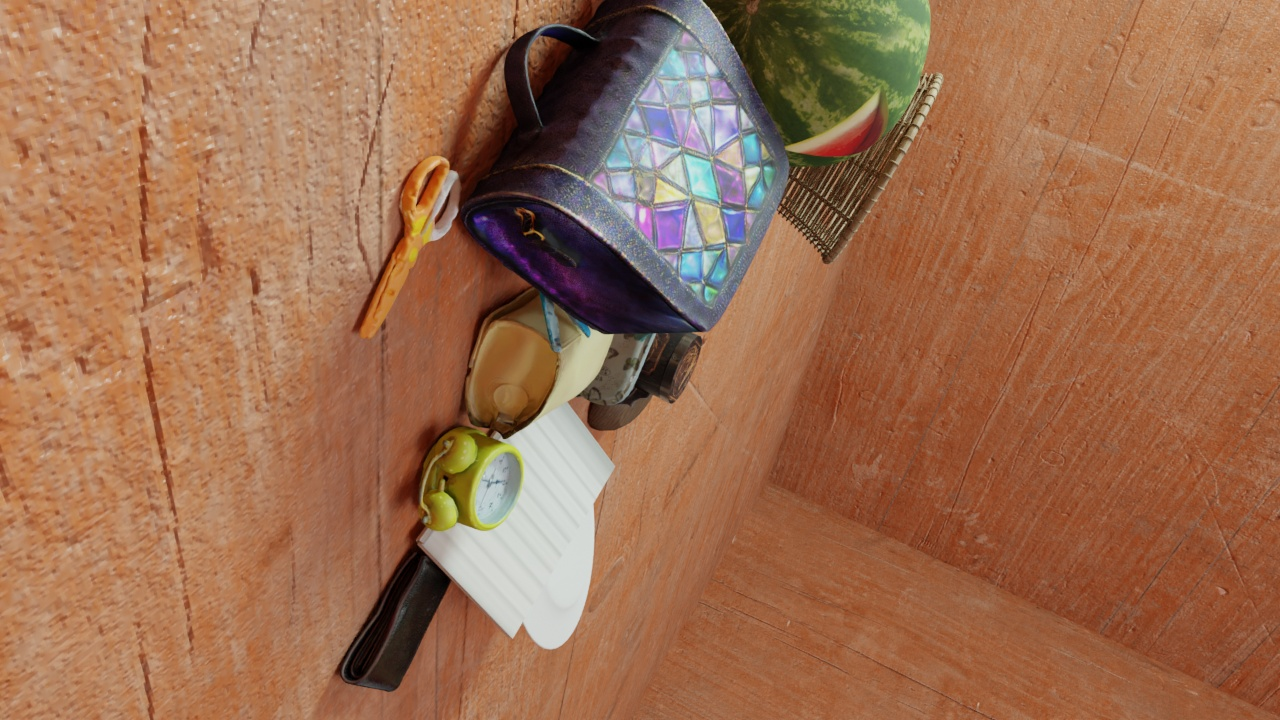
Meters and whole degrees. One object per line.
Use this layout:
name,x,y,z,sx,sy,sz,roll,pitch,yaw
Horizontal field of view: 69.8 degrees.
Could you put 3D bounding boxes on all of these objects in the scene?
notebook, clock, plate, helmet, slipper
notebook,-0.109,0.132,0.868,0.142,0.009,0.209,56,48,-30
clock,-0.146,0.099,0.756,0.119,0.057,0.083,14,91,-63
plate,-0.084,0.179,0.971,0.242,0.016,0.242,-3,89,-74
helmet,0.123,-0.278,0.761,0.214,0.243,0.246,-32,172,27
slipper,-0.002,-0.079,0.935,0.269,0.098,0.054,-60,162,11

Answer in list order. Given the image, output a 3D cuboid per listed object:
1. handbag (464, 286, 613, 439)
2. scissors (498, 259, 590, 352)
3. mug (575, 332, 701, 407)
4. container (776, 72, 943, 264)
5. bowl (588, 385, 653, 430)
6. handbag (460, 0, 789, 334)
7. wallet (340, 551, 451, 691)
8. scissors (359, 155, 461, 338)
handbag,-0.088,0.001,0.784,0.119,0.081,0.111,-41,159,-60
scissors,-0.080,-0.070,0.714,0.137,0.011,0.134,29,47,-55
mug,-0.006,0.006,1.001,0.116,0.107,0.080,-66,165,-1
container,0.179,-0.250,0.997,0.226,0.196,0.227,-60,177,-5
bowl,-0.014,0.046,1.131,0.117,0.030,0.118,-44,160,-21
handbag,-0.013,-0.145,0.664,0.222,0.126,0.204,45,61,-34
wallet,-0.209,0.233,0.811,0.099,0.031,0.119,80,34,-67
scissors,-0.150,-0.070,0.591,0.128,0.013,0.064,-66,164,-4
